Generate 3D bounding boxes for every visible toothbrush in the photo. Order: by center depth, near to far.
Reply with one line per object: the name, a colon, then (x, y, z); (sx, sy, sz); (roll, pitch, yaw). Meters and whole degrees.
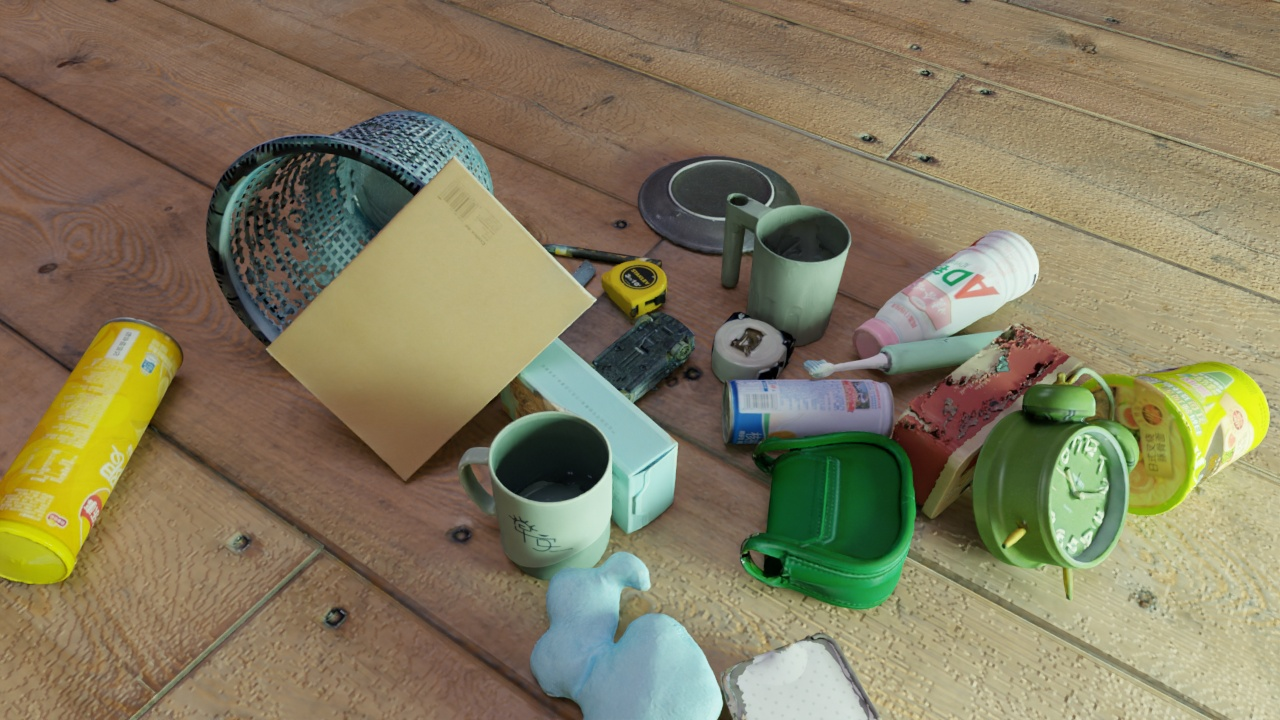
toothbrush: (0.237, -0.003, 0.792); (0.224, 0.026, 0.027); (-7, 33, -25)
toothbrush: (-0.069, -0.113, 0.927); (0.186, 0.017, 0.012); (10, 10, 8)

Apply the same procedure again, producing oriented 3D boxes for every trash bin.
trash bin: (-0.226, -0.120, 0.814); (0.226, 0.227, 0.194); (8, 33, 6)

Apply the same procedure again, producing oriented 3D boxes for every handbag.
handbag: (0.138, 0.113, 0.678); (0.120, 0.068, 0.131); (7, 46, 7)

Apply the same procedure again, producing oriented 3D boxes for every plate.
plate: (0.086, -0.178, 0.990); (0.179, 0.024, 0.179); (1, 46, -1)

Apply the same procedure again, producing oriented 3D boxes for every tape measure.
tape measure: (0.096, -0.006, 0.817); (0.066, 0.034, 0.065); (24, 49, 22)
tape measure: (-0.003, -0.068, 0.877); (0.057, 0.029, 0.060); (-27, 52, -24)

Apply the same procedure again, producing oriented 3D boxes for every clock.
clock: (0.306, 0.080, 0.666); (0.056, 0.116, 0.161); (2, 61, 56)

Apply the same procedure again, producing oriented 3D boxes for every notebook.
notebook: (-0.161, -0.028, 0.700); (0.149, 0.212, 0.012); (46, 9, -9)

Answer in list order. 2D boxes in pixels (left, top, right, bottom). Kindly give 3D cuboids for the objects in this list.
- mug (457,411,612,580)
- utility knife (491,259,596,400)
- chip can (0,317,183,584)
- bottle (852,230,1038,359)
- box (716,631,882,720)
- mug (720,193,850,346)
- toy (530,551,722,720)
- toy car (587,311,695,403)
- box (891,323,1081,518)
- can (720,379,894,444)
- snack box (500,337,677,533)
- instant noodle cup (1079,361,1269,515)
mug: (-0.076, 0.098, 0.659); (0.112, 0.106, 0.082); (11, 47, 9)
utility knife: (-0.097, -0.034, 0.850); (0.033, 0.015, 0.214); (23, 49, 16)
chip can: (-0.430, 0.062, 0.708); (0.072, 0.072, 0.212); (2, 46, 0)
bottle: (0.280, -0.054, 0.848); (0.196, 0.068, 0.068); (-29, 53, -23)
box: (0.116, 0.260, 0.543); (0.089, 0.061, 0.184); (-14, 50, -14)
mug: (0.126, -0.086, 0.847); (0.124, 0.104, 0.083); (34, 54, 28)
toy: (-0.007, 0.205, 0.584); (0.156, 0.050, 0.161); (3, 68, 32)
toy car: (-0.005, 0.005, 0.802); (0.120, 0.037, 0.054); (-38, 58, -24)
box: (0.265, 0.039, 0.737); (0.168, 0.091, 0.077); (-31, 57, -28)
can: (0.136, 0.042, 0.757); (0.134, 0.053, 0.053); (0, 46, -2)
snack box: (-0.046, 0.051, 0.728); (0.051, 0.074, 0.175); (-31, 54, -28)
instant noodle cup: (0.423, 0.051, 0.726); (0.123, 0.112, 0.111); (-14, 48, -25)
